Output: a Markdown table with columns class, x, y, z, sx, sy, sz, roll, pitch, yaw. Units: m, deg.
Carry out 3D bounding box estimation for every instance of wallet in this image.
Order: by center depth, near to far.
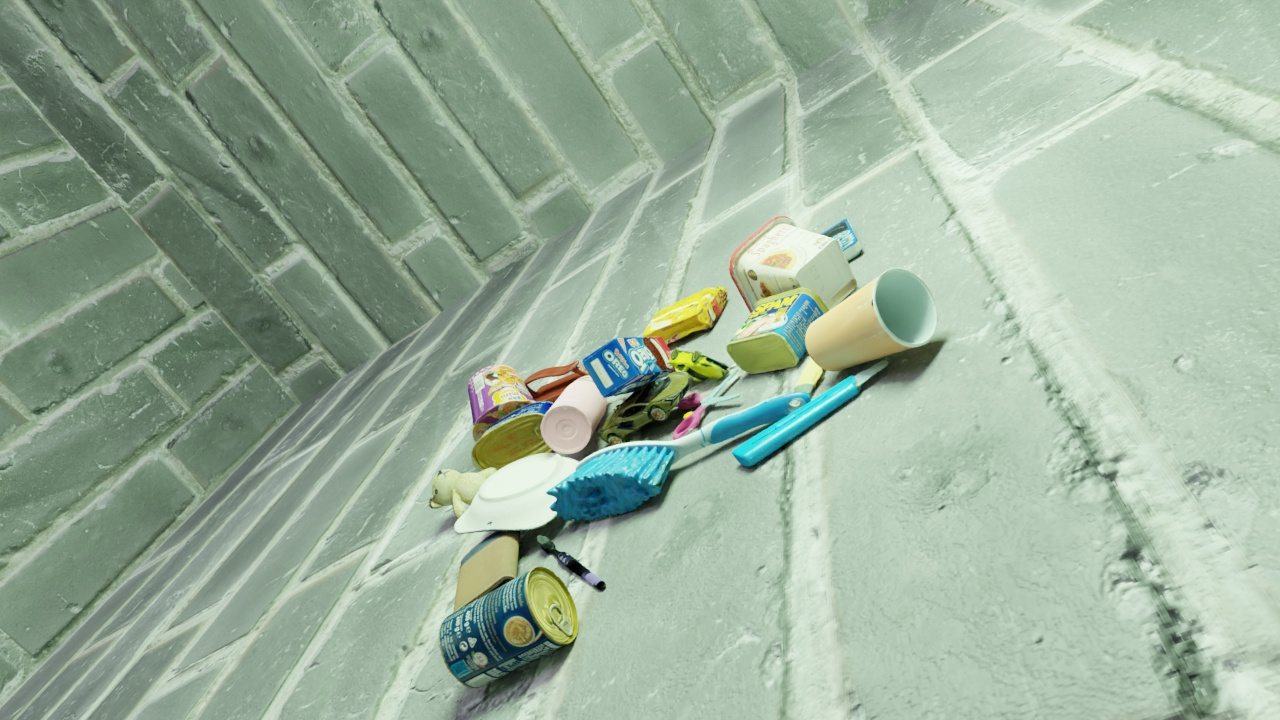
| class | x | y | z | sx | sy | sz | roll | pitch | yaw |
| --- | --- | --- | --- | --- | --- | --- | --- | --- | --- |
| wallet | -0.174 | 0.244 | 1.053 | 0.090 | 0.033 | 0.115 | -37 | 17 | 7 |

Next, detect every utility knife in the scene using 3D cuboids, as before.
| class | x | y | z | sx | sy | sz | roll | pitch | yaw |
| --- | --- | --- | --- | --- | --- | --- | --- | --- | --- |
| utility knife | 0.172 | 0.050 | 0.910 | 0.182 | 0.018 | 0.034 | -34 | 16 | 3 |
| utility knife | 0.208 | -0.019 | 1.020 | 0.031 | 0.019 | 0.182 | -14 | 33 | 43 |

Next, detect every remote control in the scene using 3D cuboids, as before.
| class | x | y | z | sx | sy | sz | roll | pitch | yaw |
| --- | --- | --- | --- | --- | --- | --- | --- | --- | --- |
| remote control | 0.275 | -0.162 | 1.265 | 0.049 | 0.024 | 0.124 | -31 | 18 | 17 |

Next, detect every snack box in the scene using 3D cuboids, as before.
| class | x | y | z | sx | sy | sz | roll | pitch | yaw |
| --- | --- | --- | --- | --- | --- | --- | --- | --- | --- |
| snack box | -0.007 | 0.007 | 1.182 | 0.057 | 0.058 | 0.207 | -32 | -7 | 16 |

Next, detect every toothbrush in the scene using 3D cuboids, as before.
| class | x | y | z | sx | sy | sz | roll | pitch | yaw |
| --- | --- | --- | --- | --- | --- | --- | --- | --- | --- |
| toothbrush | -0.076 | 0.212 | 0.971 | 0.014 | 0.017 | 0.189 | -41 | 19 | -17 |

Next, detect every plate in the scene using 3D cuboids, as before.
| class | x | y | z | sx | sy | sz | roll | pitch | yaw |
| --- | --- | --- | --- | --- | --- | --- | --- | --- | --- |
| plate | -0.143 | 0.156 | 1.140 | 0.164 | 0.034 | 0.163 | -10 | 19 | 33 |

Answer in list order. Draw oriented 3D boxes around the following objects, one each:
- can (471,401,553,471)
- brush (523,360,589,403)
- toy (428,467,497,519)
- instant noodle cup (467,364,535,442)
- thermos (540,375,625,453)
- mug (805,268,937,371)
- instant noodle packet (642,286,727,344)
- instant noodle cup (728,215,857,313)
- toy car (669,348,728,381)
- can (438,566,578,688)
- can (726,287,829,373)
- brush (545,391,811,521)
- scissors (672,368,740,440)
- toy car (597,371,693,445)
| class | x | y | z | sx | sy | sz | roll | pitch | yaw |
| --- | --- | --- | --- | --- | --- | --- | --- | --- | --- |
| can | -0.176 | 0.114 | 1.334 | 0.148 | 0.074 | 0.049 | -29 | 15 | 21 |
| brush | -0.127 | 0.042 | 1.438 | 0.146 | 0.069 | 0.063 | -21 | 23 | 41 |
| toy | -0.225 | 0.176 | 1.281 | 0.157 | 0.066 | 0.104 | -8 | 35 | 27 |
| instant noodle cup | -0.214 | 0.068 | 1.414 | 0.112 | 0.111 | 0.099 | -34 | 48 | 8 |
| thermos | -0.073 | 0.067 | 1.242 | 0.087 | 0.067 | 0.198 | -6 | 9 | 8 |
| mug | 0.224 | -0.033 | 0.916 | 0.078 | 0.078 | 0.123 | -46 | 7 | -30 |
| instant noodle packet | 0.063 | -0.061 | 1.381 | 0.129 | 0.044 | 0.110 | -22 | 15 | 30 |
| instant noodle cup | 0.193 | -0.109 | 1.151 | 0.116 | 0.117 | 0.124 | -41 | 29 | -17 |
| toy car | 0.072 | 0.008 | 1.175 | 0.105 | 0.048 | 0.032 | 4 | 71 | 66 |
| can | -0.124 | 0.250 | 0.857 | 0.111 | 0.075 | 0.075 | -31 | 17 | 18 |
| can | 0.162 | -0.033 | 1.086 | 0.102 | 0.057 | 0.083 | -14 | 30 | 53 |
| brush | 0.034 | 0.103 | 0.990 | 0.315 | 0.060 | 0.109 | -19 | 20 | 38 |
| scissors | 0.075 | 0.052 | 1.097 | 0.133 | 0.017 | 0.134 | -45 | 15 | -26 |
| toy car | 0.006 | 0.058 | 1.151 | 0.159 | 0.042 | 0.070 | -34 | 15 | 39 |
